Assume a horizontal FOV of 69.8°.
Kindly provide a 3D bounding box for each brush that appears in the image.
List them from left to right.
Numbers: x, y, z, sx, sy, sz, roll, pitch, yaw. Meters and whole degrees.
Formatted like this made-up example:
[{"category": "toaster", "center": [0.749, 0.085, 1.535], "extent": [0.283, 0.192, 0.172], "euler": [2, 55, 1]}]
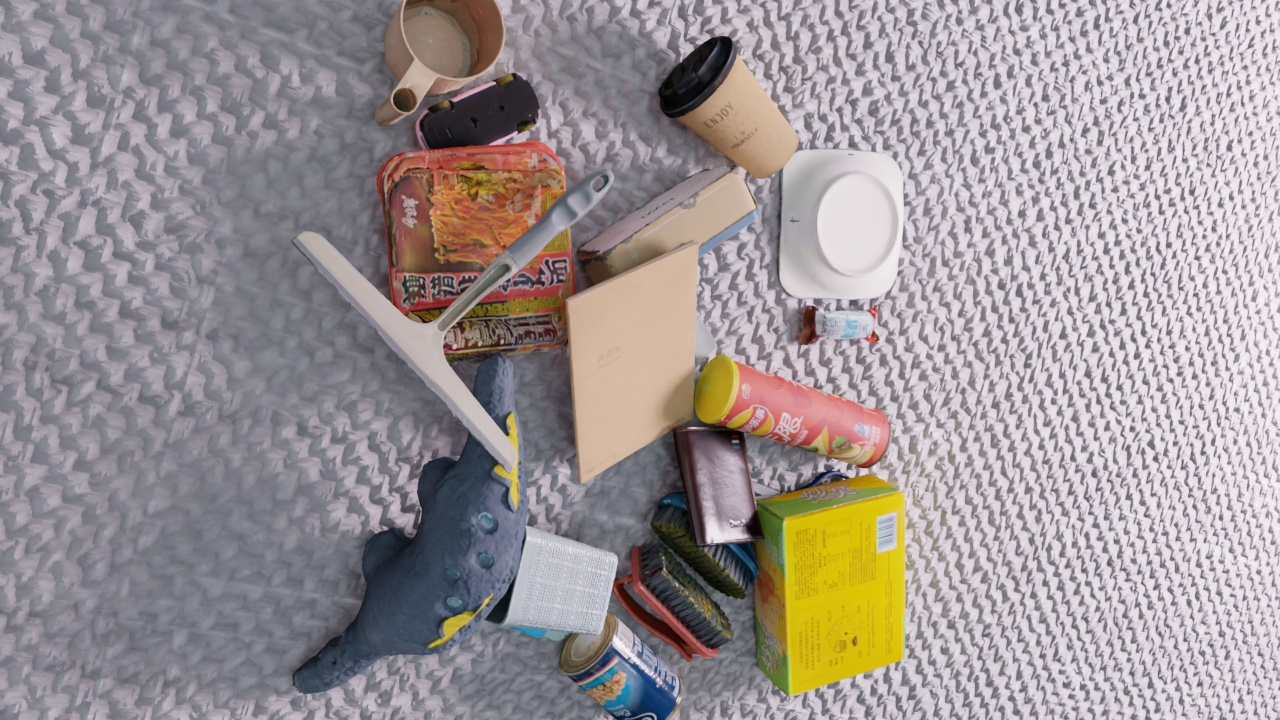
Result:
[{"category": "brush", "center": [0.034, 0.260, 0.953], "extent": [0.069, 0.063, 0.146], "euler": [-34, 114, 16]}, {"category": "brush", "center": [0.073, 0.185, 0.962], "extent": [0.144, 0.055, 0.073], "euler": [45, 56, -22]}]

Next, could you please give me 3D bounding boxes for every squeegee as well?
[{"category": "squeegee", "center": [-0.112, -0.080, 0.766], "extent": [0.246, 0.039, 0.246], "euler": [-47, 108, -20]}]

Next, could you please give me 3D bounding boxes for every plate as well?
[{"category": "plate", "center": [0.227, -0.147, 0.999], "extent": [0.163, 0.034, 0.164], "euler": [-3, 99, -24]}]

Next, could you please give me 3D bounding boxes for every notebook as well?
[{"category": "notebook", "center": [-0.005, 0.005, 0.857], "extent": [0.149, 0.012, 0.212], "euler": [-28, 135, -31]}]

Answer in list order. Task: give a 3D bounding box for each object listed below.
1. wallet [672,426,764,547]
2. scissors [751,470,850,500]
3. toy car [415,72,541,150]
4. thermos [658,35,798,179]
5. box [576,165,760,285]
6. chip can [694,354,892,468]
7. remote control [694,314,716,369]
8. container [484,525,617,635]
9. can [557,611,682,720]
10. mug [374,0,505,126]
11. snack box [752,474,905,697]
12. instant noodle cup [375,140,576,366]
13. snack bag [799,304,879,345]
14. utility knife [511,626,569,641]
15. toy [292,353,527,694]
[{"category": "wallet", "center": [0.080, 0.128, 0.940], "extent": [0.096, 0.020, 0.122], "euler": [3, 69, -38]}, {"category": "scissors", "center": [0.171, 0.149, 1.022], "extent": [0.146, 0.012, 0.169], "euler": [-45, 112, -12]}, {"category": "toy car", "center": [-0.145, -0.216, 0.824], "extent": [0.122, 0.037, 0.056], "euler": [-34, 111, -29]}, {"category": "thermos", "center": [0.088, -0.245, 0.898], "extent": [0.143, 0.093, 0.093], "euler": [37, 81, -31]}, {"category": "box", "center": [0.021, -0.119, 0.881], "extent": [0.184, 0.090, 0.059], "euler": [-36, 111, -14]}, {"category": "chip can", "center": [0.164, 0.058, 0.976], "extent": [0.216, 0.073, 0.073], "euler": [19, 88, -26]}, {"category": "remote control", "center": [0.017, 0.009, 0.932], "extent": [0.135, 0.019, 0.056], "euler": [-44, 111, -13]}, {"category": "container", "center": [-0.090, 0.206, 0.863], "extent": [0.111, 0.090, 0.089], "euler": [20, 76, -33]}, {"category": "can", "center": [-0.020, 0.314, 0.923], "extent": [0.075, 0.075, 0.111], "euler": [-46, 111, -13]}, {"category": "mug", "center": [-0.178, -0.251, 0.766], "extent": [0.084, 0.104, 0.124], "euler": [33, 83, -24]}, {"category": "snack box", "center": [0.207, 0.244, 1.009], "extent": [0.157, 0.070, 0.210], "euler": [-10, 105, -21]}, {"category": "instant noodle cup", "center": [-0.146, -0.095, 0.814], "extent": [0.164, 0.079, 0.189], "euler": [-8, 101, -23]}, {"category": "snack bag", "center": [0.223, -0.039, 1.014], "extent": [0.105, 0.026, 0.045], "euler": [-2, 106, -23]}, {"category": "utility knife", "center": [-0.137, 0.239, 0.893], "extent": [0.166, 0.018, 0.034], "euler": [32, 83, -25]}, {"category": "toy", "center": [-0.177, 0.170, 0.792], "extent": [0.138, 0.091, 0.356], "euler": [37, 98, 19]}]
